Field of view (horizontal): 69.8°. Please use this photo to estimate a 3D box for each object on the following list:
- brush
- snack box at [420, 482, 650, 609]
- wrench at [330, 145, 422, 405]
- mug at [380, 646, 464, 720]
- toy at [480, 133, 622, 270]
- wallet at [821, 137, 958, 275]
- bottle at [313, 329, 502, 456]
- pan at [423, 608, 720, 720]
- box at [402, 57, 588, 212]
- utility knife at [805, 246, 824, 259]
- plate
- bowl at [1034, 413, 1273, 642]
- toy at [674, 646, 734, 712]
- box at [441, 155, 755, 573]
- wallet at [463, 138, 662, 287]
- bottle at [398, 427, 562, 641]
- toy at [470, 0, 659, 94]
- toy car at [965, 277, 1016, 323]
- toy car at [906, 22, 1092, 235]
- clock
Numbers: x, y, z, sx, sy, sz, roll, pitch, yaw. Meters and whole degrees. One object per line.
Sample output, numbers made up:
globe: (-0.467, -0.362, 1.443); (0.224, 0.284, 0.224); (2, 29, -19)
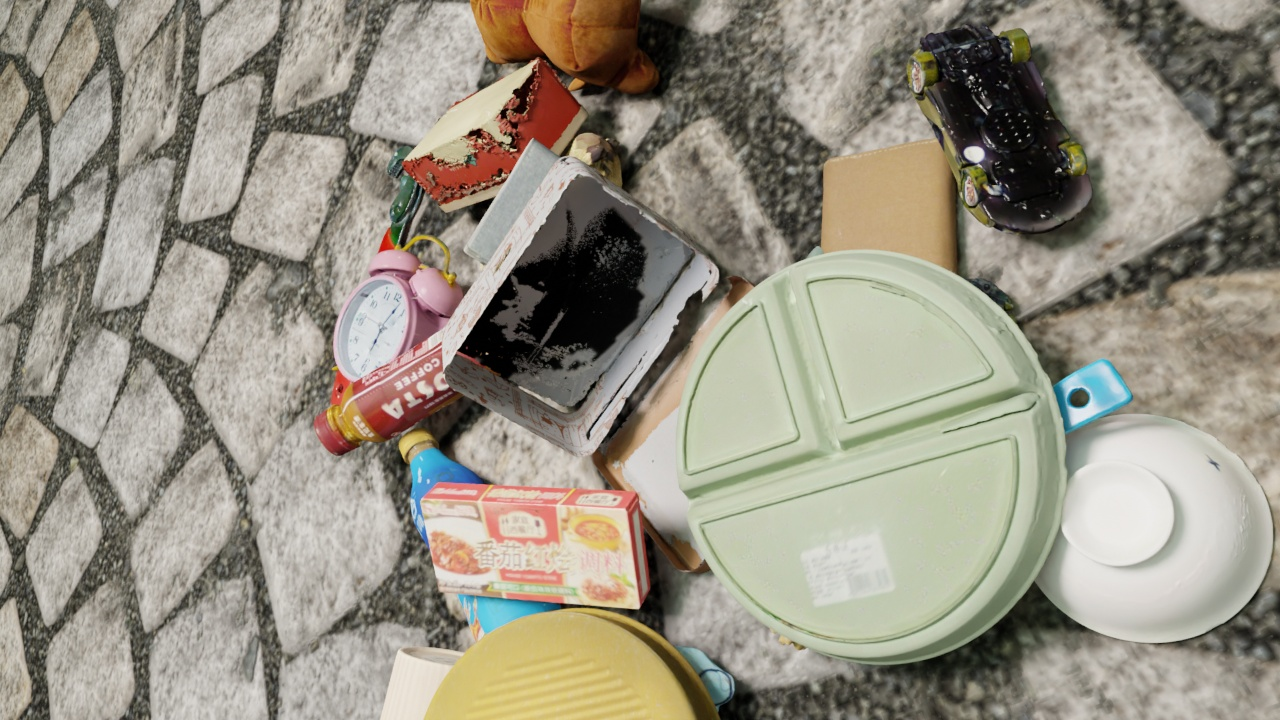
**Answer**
brush: (0.152, 0.082, 0.509); (0.255, 0.045, 0.083); (-45, 51, 34)
snack box: (-0.072, 0.124, 0.619); (0.153, 0.025, 0.075); (0, 110, 19)
wrench: (-0.261, -0.083, 0.909); (0.056, 0.016, 0.273); (7, 81, 40)
mug: (-0.138, 0.277, 0.679); (0.114, 0.081, 0.105); (8, 79, 11)
toy: (-0.076, -0.124, 0.761); (0.158, 0.066, 0.105); (-40, 14, 26)
wallet: (0.157, -0.080, 0.586); (0.090, 0.033, 0.115); (-6, 72, 33)
bottle: (-0.190, 0.021, 0.768); (0.175, 0.057, 0.057); (-30, 59, 6)
pan: (-0.114, 0.277, 0.588); (0.358, 0.078, 0.197); (-16, 67, 15)
box: (-0.132, -0.189, 0.767); (0.169, 0.076, 0.091); (-4, 48, 51)
utility knife: (0.146, 0.023, 0.554); (0.031, 0.021, 0.204); (-37, 76, 37)
plate: (0.109, 0.052, 0.504); (0.231, 0.027, 0.230); (-2, 87, 40)
bowl: (0.240, 0.079, 0.455); (0.118, 0.064, 0.118); (-11, 71, 35)
toy: (-0.012, 0.233, 0.608); (0.161, 0.049, 0.156); (-44, 51, 13)
box: (-0.001, -0.001, 0.644); (0.270, 0.134, 0.179); (39, 103, 7)
wallet: (-0.056, -0.088, 0.701); (0.107, 0.129, 0.037); (-56, 11, 12)
bottle: (-0.136, 0.135, 0.721); (0.065, 0.065, 0.218); (-50, 53, 14)
toy: (-0.067, -0.296, 0.764); (0.200, 0.130, 0.140); (22, 119, 34)
toy car: (0.185, 0.004, 0.533); (0.032, 0.048, 0.105); (177, 107, -70)
toy car: (0.210, -0.139, 0.548); (0.070, 0.042, 0.158); (-13, 64, 1)
clock: (-0.217, -0.039, 0.836); (0.117, 0.059, 0.158); (29, 94, 38)
